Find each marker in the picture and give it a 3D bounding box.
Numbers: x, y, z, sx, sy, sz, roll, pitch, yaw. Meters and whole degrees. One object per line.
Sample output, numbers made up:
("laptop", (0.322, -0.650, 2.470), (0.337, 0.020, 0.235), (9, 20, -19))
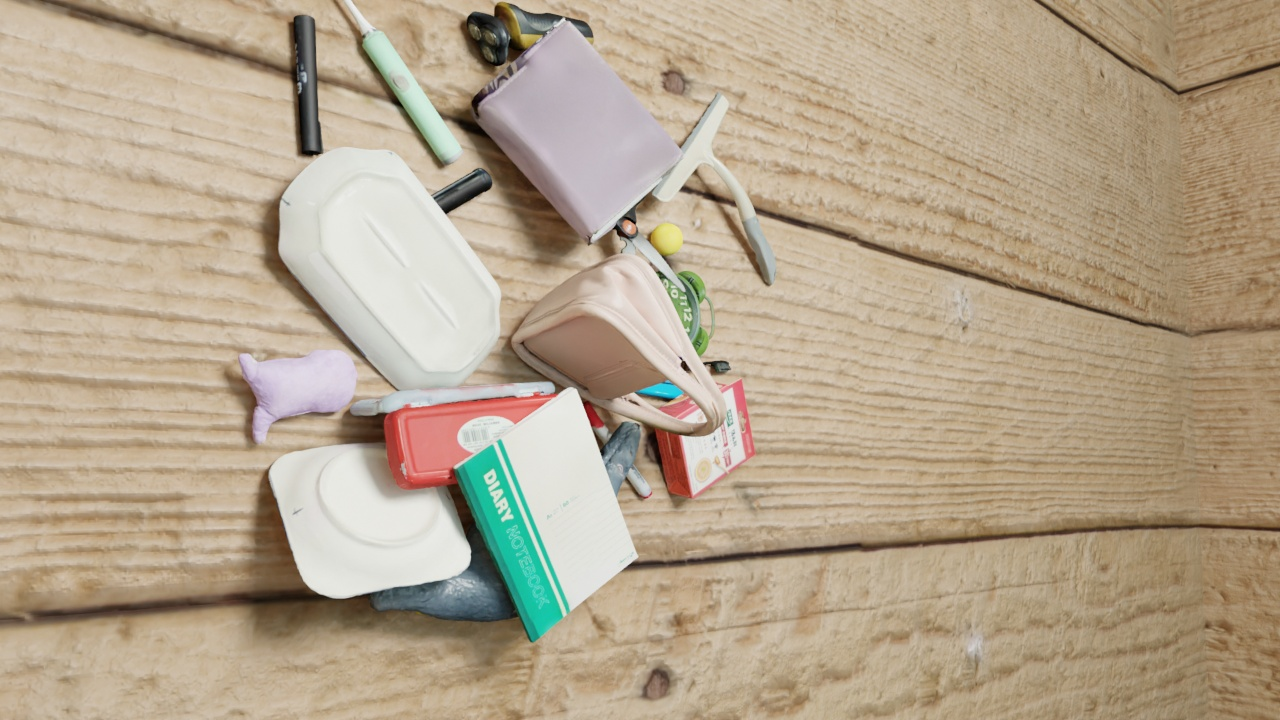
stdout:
("marker", (-0.028, 0.108, 1.086), (0.017, 0.017, 0.145), (-48, 115, -33))
("marker", (-0.317, -0.263, 0.877), (0.022, 0.020, 0.132), (-1, 87, -57))

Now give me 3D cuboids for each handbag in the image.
("handbag", (-0.006, 0.006, 0.984), (0.234, 0.194, 0.093), (45, 60, -16))
("handbag", (-0.071, -0.243, 1.003), (0.144, 0.099, 0.197), (-43, 95, -17))

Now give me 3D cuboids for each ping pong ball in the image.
("ping pong ball", (0.033, -0.151, 1.148), (0.040, 0.040, 0.040), (5, 82, -40))

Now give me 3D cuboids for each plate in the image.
("plate", (-0.240, 0.131, 0.833), (0.163, 0.034, 0.164), (-2, 47, -40))
("plate", (-0.230, -0.084, 0.900), (0.161, 0.034, 0.266), (-50, 124, -26))

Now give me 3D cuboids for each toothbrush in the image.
("toothbrush", (-0.253, -0.299, 0.930), (0.026, 0.027, 0.224), (-32, 111, 1))
("toothbrush", (-0.236, -0.142, 0.931), (0.027, 0.026, 0.212), (43, 55, 12))
("toothbrush", (0.054, 0.010, 1.152), (0.189, 0.014, 0.016), (-2, 66, -47))

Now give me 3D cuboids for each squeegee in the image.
("squeegee", (0.134, -0.198, 1.226), (0.246, 0.039, 0.245), (55, 45, -28))

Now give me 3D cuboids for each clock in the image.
("clock", (0.032, -0.055, 1.127), (0.161, 0.056, 0.116), (-1, 87, -41))

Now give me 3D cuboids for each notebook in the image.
("notebook", (-0.087, 0.152, 0.902), (0.150, 0.012, 0.209), (-34, 117, -33))

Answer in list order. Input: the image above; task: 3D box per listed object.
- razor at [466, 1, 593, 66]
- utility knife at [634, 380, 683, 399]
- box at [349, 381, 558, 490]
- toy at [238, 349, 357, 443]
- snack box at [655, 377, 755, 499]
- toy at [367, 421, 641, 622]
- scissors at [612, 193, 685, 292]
("razor", (-0.119, -0.368, 1.040), (0.167, 0.062, 0.068), (-18, 127, -45))
("utility knife", (-0.023, 0.023, 1.099), (0.209, 0.018, 0.034), (8, 81, -38))
("box", (-0.172, 0.068, 0.907), (0.201, 0.100, 0.112), (-4, 77, -41))
("toy", (-0.309, 0.026, 0.843), (0.107, 0.039, 0.084), (-15, 110, -45))
("snack box", (0.081, 0.093, 1.150), (0.126, 0.044, 0.113), (-28, 115, -38))
("toy", (-0.110, 0.187, 0.956), (0.355, 0.092, 0.138), (-34, 116, -35))
("scissors", (-0.022, -0.176, 1.081), (0.221, 0.022, 0.230), (32, 52, -19))
